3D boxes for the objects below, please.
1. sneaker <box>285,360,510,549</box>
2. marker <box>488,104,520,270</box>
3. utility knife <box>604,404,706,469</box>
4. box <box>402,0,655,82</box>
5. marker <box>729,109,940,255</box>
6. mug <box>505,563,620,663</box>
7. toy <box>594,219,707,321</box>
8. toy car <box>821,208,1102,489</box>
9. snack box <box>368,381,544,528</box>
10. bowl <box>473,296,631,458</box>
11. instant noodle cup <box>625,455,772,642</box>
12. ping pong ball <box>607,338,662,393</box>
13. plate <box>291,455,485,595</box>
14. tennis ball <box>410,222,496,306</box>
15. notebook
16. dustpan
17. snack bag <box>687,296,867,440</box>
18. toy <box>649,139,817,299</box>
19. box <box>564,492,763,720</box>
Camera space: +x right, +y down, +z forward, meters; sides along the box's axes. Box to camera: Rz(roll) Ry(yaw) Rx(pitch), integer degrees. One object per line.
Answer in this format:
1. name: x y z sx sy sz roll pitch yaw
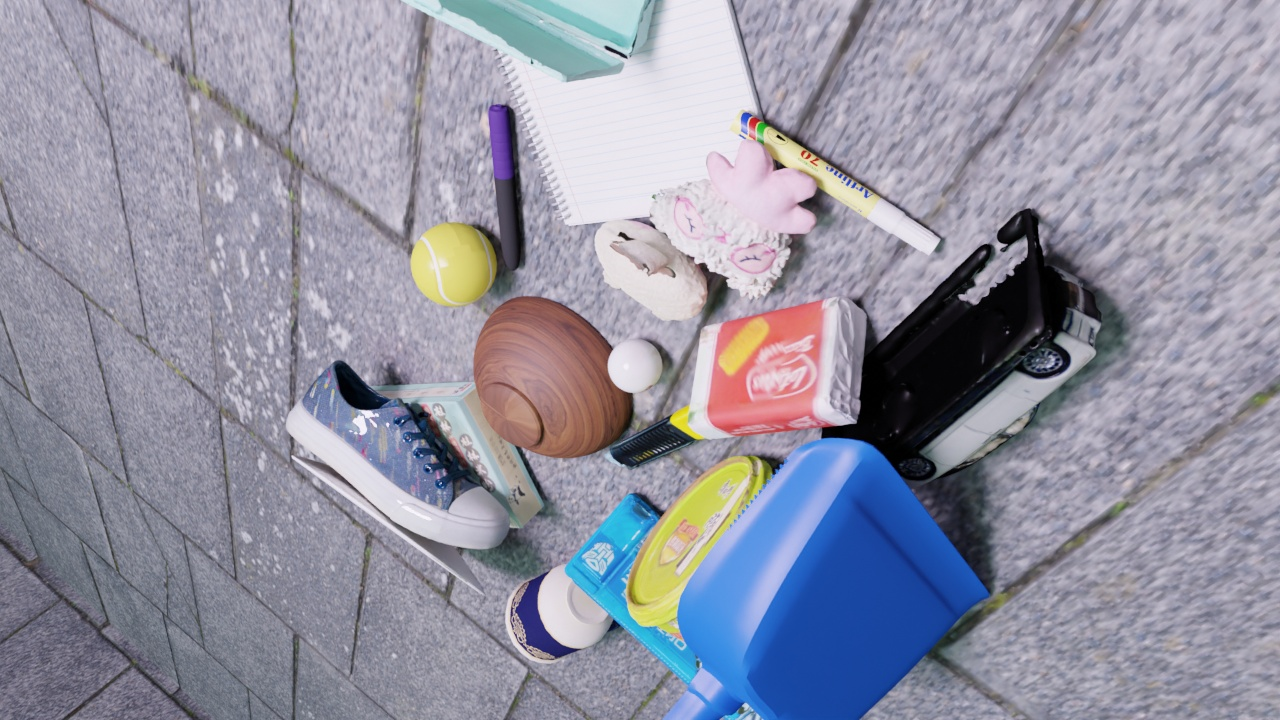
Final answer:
1. sneaker: -0.212 0.082 0.821 0.235 0.087 0.079 31 103 13
2. marker: -0.099 -0.124 0.672 0.018 0.015 0.134 49 149 42
3. utility knife: 0.023 0.057 0.712 0.029 0.020 0.173 53 137 -6
4. box: -0.091 -0.221 0.509 0.188 0.092 0.077 31 136 13
5. marker: 0.109 -0.100 0.515 0.132 0.014 0.014 35 138 7
6. mug: -0.062 0.246 0.898 0.111 0.085 0.090 21 144 -27
7. toy: 0.006 -0.060 0.605 0.087 0.050 0.112 38 164 11
8. toy car: 0.179 0.016 0.517 0.071 0.093 0.192 22 138 -11
9. snack box: -0.197 0.091 0.903 0.194 0.044 0.141 -3 119 42
10. bowl: -0.086 0.028 0.742 0.147 0.068 0.147 22 134 25
11. instant noodle cup: 0.069 0.151 0.664 0.098 0.145 0.147 40 140 -9
12. ping pong ball: -0.004 0.004 0.676 0.040 0.040 0.040 22 134 25
13. plate: -0.236 0.151 0.896 0.229 0.030 0.230 32 162 11
14. tennis ball: -0.144 -0.074 0.710 0.065 0.065 0.065 22 134 25
15. notebook: -0.025 -0.200 0.551 0.178 0.013 0.246 0 122 38
16. dustpan: 0.081 0.189 0.556 0.059 0.257 0.245 36 174 45
17. snack bag: 0.085 0.007 0.579 0.116 0.077 0.036 -11 150 44
18. toy: 0.057 -0.084 0.543 0.095 0.041 0.109 33 146 -7
19. box: 0.055 0.229 0.811 0.243 0.094 0.115 41 179 6
